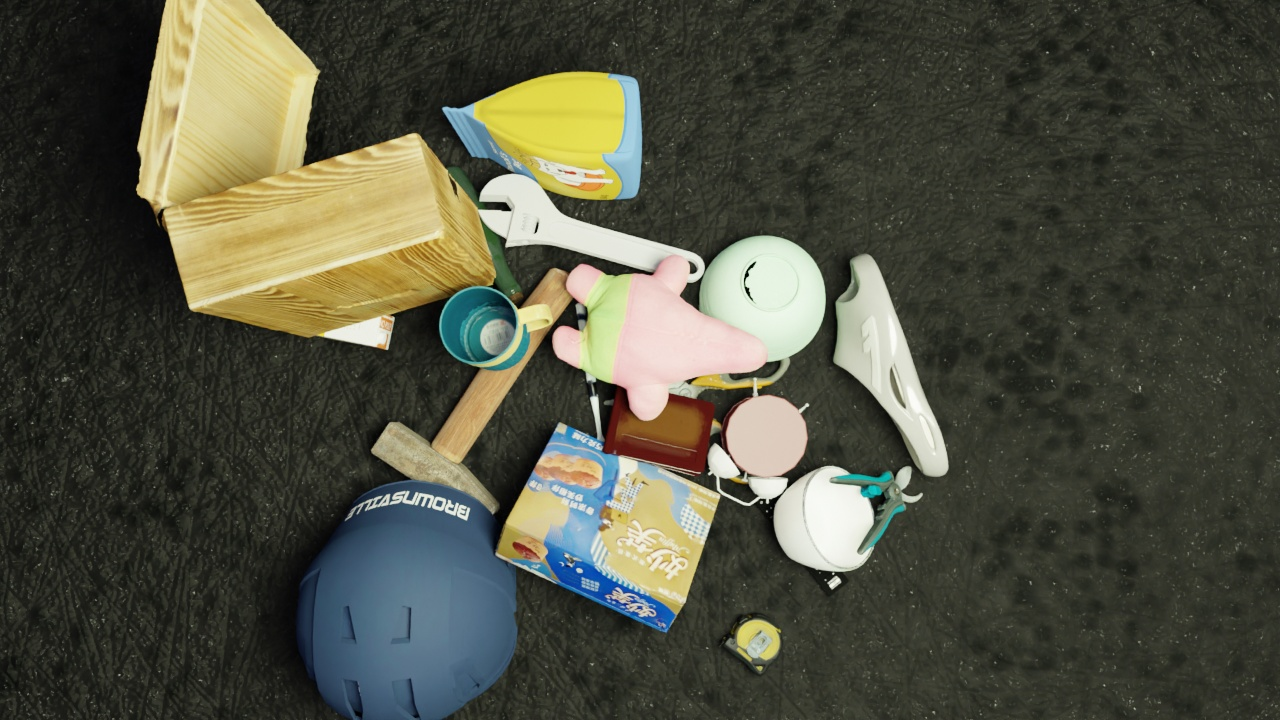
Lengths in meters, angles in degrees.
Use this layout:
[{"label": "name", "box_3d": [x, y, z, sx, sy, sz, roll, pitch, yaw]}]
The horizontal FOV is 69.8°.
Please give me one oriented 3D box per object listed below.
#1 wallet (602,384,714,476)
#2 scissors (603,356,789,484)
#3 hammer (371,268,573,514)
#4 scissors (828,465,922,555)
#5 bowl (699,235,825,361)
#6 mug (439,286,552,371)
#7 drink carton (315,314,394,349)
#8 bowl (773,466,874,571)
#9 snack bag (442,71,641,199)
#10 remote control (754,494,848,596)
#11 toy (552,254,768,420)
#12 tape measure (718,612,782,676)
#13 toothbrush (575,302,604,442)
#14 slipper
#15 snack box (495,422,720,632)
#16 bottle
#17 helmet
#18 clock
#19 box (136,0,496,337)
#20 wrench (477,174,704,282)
[{"label": "wallet", "box_3d": [0.022, 0.075, 1.042, 0.115, 0.018, 0.091, 15, 68, -7]}, {"label": "scissors", "box_3d": [0.072, 0.057, 1.081, 0.225, 0.016, 0.216, -10, 86, 0]}, {"label": "hammer", "box_3d": [-0.163, 0.025, 1.073, 0.158, 0.037, 0.300, 33, 87, 2]}, {"label": "scissors", "box_3d": [0.267, 0.163, 1.030, 0.153, 0.019, 0.124, 21, 61, -28]}, {"label": "bowl", "box_3d": [0.144, -0.079, 1.052, 0.151, 0.077, 0.150, 0, 78, 0]}, {"label": "mug", "box_3d": [-0.151, -0.035, 1.004, 0.113, 0.107, 0.083, -16, 82, 0]}, {"label": "drink carton", "box_3d": [-0.351, -0.044, 1.068, 0.122, 0.058, 0.040, 11, 86, 1]}, {"label": "bowl", "box_3d": [0.201, 0.181, 1.030, 0.116, 0.066, 0.116, 15, 64, -33]}, {"label": "snack bag", "box_3d": [-0.103, -0.250, 1.030, 0.205, 0.159, 0.102, 3, 84, 2]}, {"label": "remote control", "box_3d": [0.188, 0.212, 1.073, 0.030, 0.009, 0.140, -38, 87, -2]}, {"label": "toy", "box_3d": [0.025, -0.028, 1.016, 0.237, 0.097, 0.192, 12, 83, 9]}, {"label": "tape measure", "box_3d": [0.133, 0.322, 1.055, 0.061, 0.034, 0.061, 37, 85, 2]}, {"label": "toothbrush", "box_3d": [-0.058, 0.023, 1.083, 0.012, 0.017, 0.186, -9, 86, -4]}, {"label": "slipper", "box_3d": [0.269, 0.014, 1.046, 0.081, 0.112, 0.266, -20, 92, 10]}, {"label": "snack box", "box_3d": [-0.033, 0.180, 1.007, 0.203, 0.069, 0.154, 24, 45, 2]}, {"label": "bottle", "box_3d": [-0.188, -0.141, 1.068, 0.055, 0.055, 0.174, -32, 82, -2]}, {"label": "helmet", "box_3d": [-0.251, 0.292, 0.989, 0.232, 0.222, 0.273, -1, 123, 1]}, {"label": "clock", "box_3d": [0.134, 0.096, 1.044, 0.096, 0.048, 0.137, 26, 86, -2]}, {"label": "box", "box_3d": [-0.342, -0.203, 0.910, 0.284, 0.279, 0.323, -18, 88, -1]}, {"label": "wrench", "box_3d": [-0.054, -0.150, 1.072, 0.273, 0.018, 0.086, 14, 69, -10]}]
